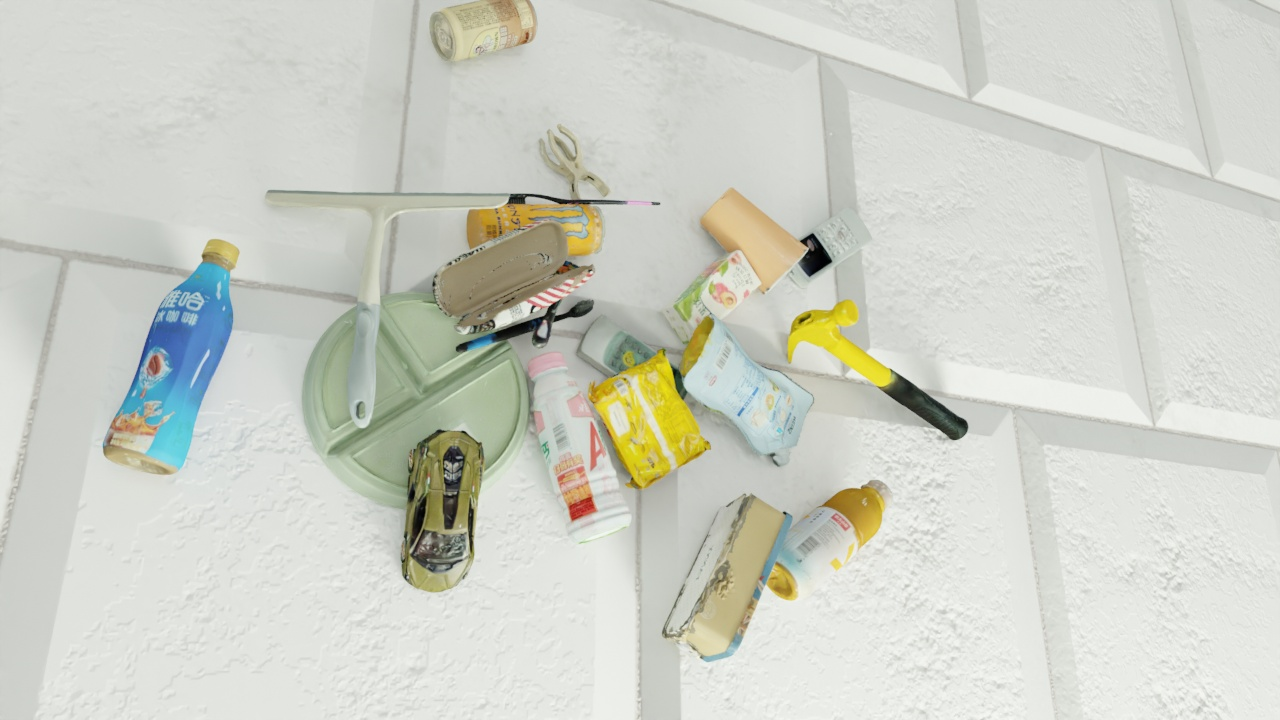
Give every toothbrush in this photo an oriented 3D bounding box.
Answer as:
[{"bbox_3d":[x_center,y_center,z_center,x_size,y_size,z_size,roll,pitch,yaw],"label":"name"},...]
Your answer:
[{"bbox_3d":[-0.118,-0.038,0.979,0.189,0.016,0.014,-21,75,-42],"label":"toothbrush"},{"bbox_3d":[-0.069,-0.180,1.052,0.189,0.014,0.018,0,101,-13],"label":"toothbrush"}]

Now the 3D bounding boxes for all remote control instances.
[{"bbox_3d":[-0.006,0.006,1.034,0.135,0.019,0.056,36,61,-10],"label":"remote control"},{"bbox_3d":[0.245,-0.151,1.209,0.149,0.021,0.058,-34,89,-31],"label":"remote control"}]

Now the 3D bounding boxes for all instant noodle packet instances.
[{"bbox_3d":[0.006,0.063,0.992,0.110,0.044,0.128,-27,96,-26],"label":"instant noodle packet"}]

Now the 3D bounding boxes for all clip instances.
[{"bbox_3d":[-0.079,-0.227,1.075,0.072,0.035,0.100,-36,94,-32],"label":"clip"}]

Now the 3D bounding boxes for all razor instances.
[{"bbox_3d":[-0.092,-0.066,0.994,0.042,0.022,0.142,24,46,-7],"label":"razor"}]

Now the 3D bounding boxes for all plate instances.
[{"bbox_3d":[-0.217,0.035,0.920,0.230,0.028,0.230,8,70,-22],"label":"plate"}]

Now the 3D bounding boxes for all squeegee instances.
[{"bbox_3d":[-0.258,-0.059,0.876,0.246,0.039,0.246,1,73,1],"label":"squeegee"}]

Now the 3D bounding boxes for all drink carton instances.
[{"bbox_3d":[0.083,-0.076,1.090,0.122,0.046,0.053,-42,106,-29],"label":"drink carton"}]

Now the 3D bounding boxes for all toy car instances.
[{"bbox_3d":[-0.186,0.143,0.867,0.070,0.042,0.158,4,94,-25],"label":"toy car"}]

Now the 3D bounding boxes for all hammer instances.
[{"bbox_3d":[0.301,0.022,1.135,0.300,0.129,0.032,31,60,-26],"label":"hammer"}]

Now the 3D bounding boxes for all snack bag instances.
[{"bbox_3d":[0.126,0.037,1.062,0.191,0.039,0.110,40,51,-27],"label":"snack bag"}]

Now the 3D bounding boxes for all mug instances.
[{"bbox_3d":[0.136,-0.150,1.129,0.123,0.078,0.078,43,60,0],"label":"mug"}]

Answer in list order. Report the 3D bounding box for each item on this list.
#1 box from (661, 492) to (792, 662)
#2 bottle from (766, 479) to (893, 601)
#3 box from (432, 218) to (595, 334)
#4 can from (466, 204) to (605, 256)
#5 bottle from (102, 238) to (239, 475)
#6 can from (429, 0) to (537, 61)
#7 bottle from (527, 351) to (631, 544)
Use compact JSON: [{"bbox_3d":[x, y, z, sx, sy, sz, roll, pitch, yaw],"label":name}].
[{"bbox_3d":[0.094,0.221,0.967,0.062,0.090,0.183,34,62,-4],"label":"box"},{"bbox_3d":[0.217,0.198,1.045,0.189,0.068,0.068,-31,87,-31],"label":"bottle"},{"bbox_3d":[-0.131,-0.088,0.942,0.161,0.076,0.086,-31,104,-25],"label":"box"},{"bbox_3d":[-0.115,-0.143,1.012,0.145,0.058,0.058,-5,74,-27],"label":"can"},{"bbox_3d":[-0.408,-0.009,0.822,0.065,0.065,0.218,19,65,-19],"label":"bottle"},{"bbox_3d":[-0.181,-0.388,1.067,0.116,0.059,0.058,-26,85,-30],"label":"can"},{"bbox_3d":[-0.070,0.088,0.951,0.068,0.068,0.196,-12,73,-28],"label":"bottle"}]
